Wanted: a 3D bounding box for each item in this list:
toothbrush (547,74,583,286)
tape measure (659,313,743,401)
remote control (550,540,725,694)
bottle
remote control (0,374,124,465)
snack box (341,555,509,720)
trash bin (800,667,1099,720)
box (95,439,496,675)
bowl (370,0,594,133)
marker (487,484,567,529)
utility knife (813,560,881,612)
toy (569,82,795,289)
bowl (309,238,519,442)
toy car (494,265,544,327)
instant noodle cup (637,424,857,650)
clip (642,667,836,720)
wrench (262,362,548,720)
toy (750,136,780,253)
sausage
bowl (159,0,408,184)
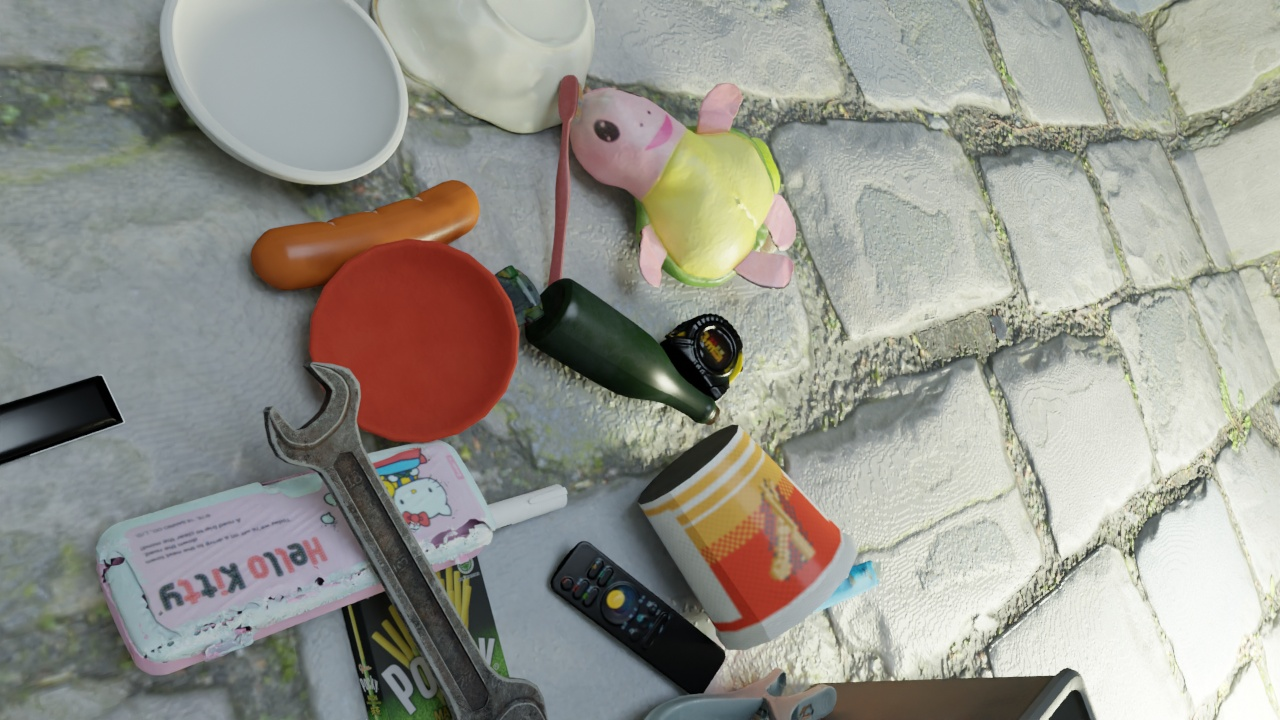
[{"bbox_3d":[-0.059,-0.126,0.697,0.015,0.015,0.184,22,71,-71],"label":"toothbrush"},{"bbox_3d":[0.052,-0.006,0.762,0.067,0.038,0.062,52,55,-10],"label":"tape measure"},{"bbox_3d":[0.000,0.183,0.648,0.152,0.020,0.041,43,74,-22],"label":"remote control"},{"bbox_3d":[-0.004,0.004,0.693,0.174,0.055,0.055,33,54,-31],"label":"bottle"},{"bbox_3d":[-0.310,0.038,0.429,0.124,0.012,0.028,-26,92,-45],"label":"remote control"},{"bbox_3d":[-0.117,0.193,0.536,0.080,0.025,0.147,-10,81,-44],"label":"snack box"},{"bbox_3d":[0.177,0.295,0.628,0.191,0.220,0.097,-16,85,-45],"label":"trash bin"},{"bbox_3d":[-0.172,0.098,0.491,0.201,0.045,0.086,-13,55,-44],"label":"box"},{"bbox_3d":[-0.100,-0.276,0.710,0.218,0.060,0.188,-33,98,-45],"label":"bowl"},{"bbox_3d":[-0.101,0.102,0.590,0.133,0.020,0.017,-11,68,-44],"label":"marker"},{"bbox_3d":[0.169,0.198,0.804,0.158,0.015,0.031,-4,82,-45],"label":"utility knife"},{"bbox_3d":[0.042,-0.141,0.768,0.238,0.088,0.190,29,79,-27],"label":"toy"},{"bbox_3d":[-0.138,-0.011,0.564,0.122,0.035,0.122,1,87,-15],"label":"bowl"},{"bbox_3d":[-0.106,-0.031,0.623,0.091,0.036,0.042,-35,94,-37],"label":"toy car"},{"bbox_3d":[0.072,0.123,0.677,0.121,0.124,0.123,52,47,-4],"label":"instant noodle cup"},{"bbox_3d":[0.051,0.250,0.650,0.171,0.143,0.029,-6,101,-59],"label":"clip"},{"bbox_3d":[-0.119,0.126,0.491,0.069,0.010,0.273,-39,114,-39],"label":"wrench"},{"bbox_3d":[0.098,-0.153,0.855,0.092,0.046,0.115,-12,89,-43],"label":"toy"},{"bbox_3d":[-0.167,-0.080,0.585,0.044,0.039,0.163,46,44,15],"label":"sausage"},{"bbox_3d":[-0.222,-0.172,0.569,0.149,0.043,0.149,17,63,-37],"label":"bowl"}]
